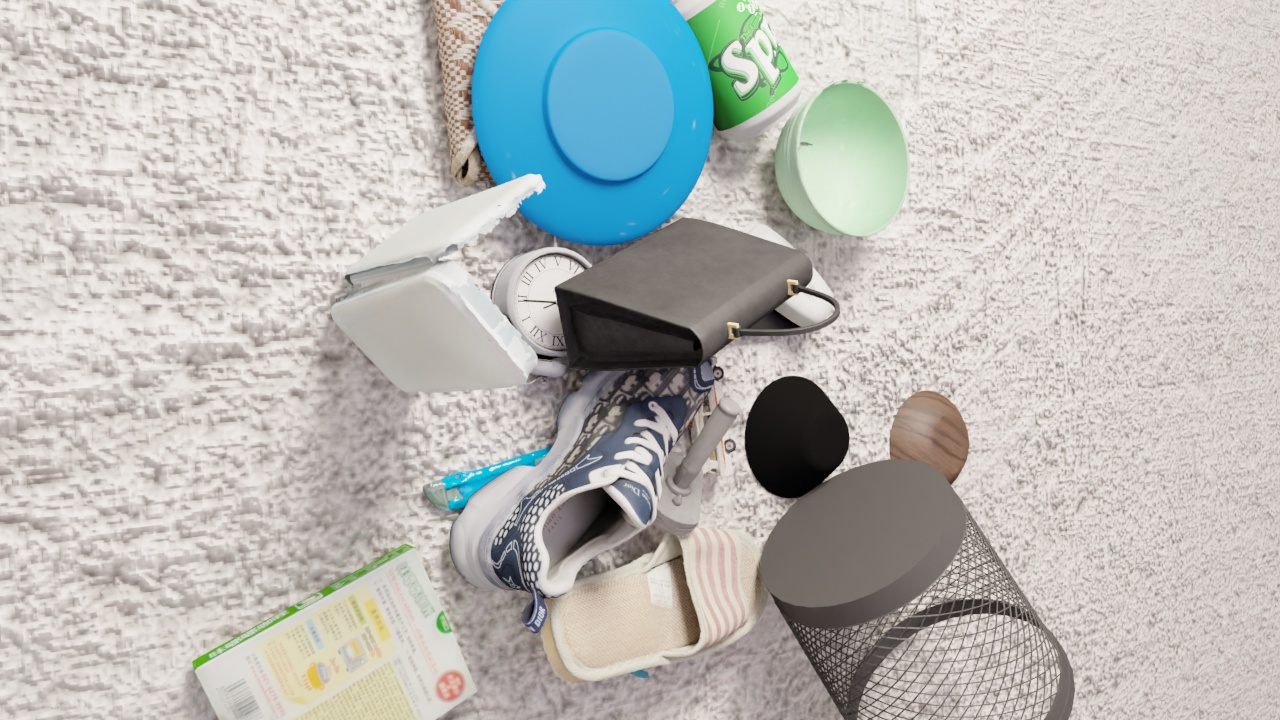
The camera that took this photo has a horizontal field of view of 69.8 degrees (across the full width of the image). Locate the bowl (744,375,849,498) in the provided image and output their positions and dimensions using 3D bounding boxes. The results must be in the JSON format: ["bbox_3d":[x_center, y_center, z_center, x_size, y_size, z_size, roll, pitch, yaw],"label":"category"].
[{"bbox_3d":[0.168,0.077,0.906,0.123,0.053,0.124,1,89,-32],"label":"bowl"}]

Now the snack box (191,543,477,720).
[{"bbox_3d":[-0.219,0.234,0.677,0.167,0.027,0.132,-27,104,-30],"label":"snack box"}]

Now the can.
[{"bbox_3d":[0.081,-0.277,0.836,0.087,0.088,0.140,-45,111,-25],"label":"can"}]

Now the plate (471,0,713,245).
[{"bbox_3d":[-0.027,-0.206,0.746,0.224,0.024,0.224,-6,102,-30],"label":"plate"}]

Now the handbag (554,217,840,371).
[{"bbox_3d":[0.067,-0.047,0.731,0.175,0.196,0.072,-35,125,-43],"label":"handbag"}]

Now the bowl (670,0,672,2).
[{"bbox_3d":[-0.022,-0.298,0.771,0.101,0.026,0.114,-20,102,-28],"label":"bowl"}]

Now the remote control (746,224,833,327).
[{"bbox_3d":[0.140,-0.080,0.894,0.114,0.028,0.060,40,59,-14],"label":"remote control"}]

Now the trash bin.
[{"bbox_3d":[0.250,0.240,0.858,0.217,0.218,0.227,-43,111,-25],"label":"trash bin"}]

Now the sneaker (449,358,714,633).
[{"bbox_3d":[-0.020,0.092,0.724,0.269,0.132,0.103,-44,120,-17],"label":"sneaker"}]

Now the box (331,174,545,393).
[{"bbox_3d":[-0.124,-0.043,0.634,0.129,0.211,0.105,-47,114,-22],"label":"box"}]

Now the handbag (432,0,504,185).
[{"bbox_3d":[-0.103,-0.237,0.745,0.124,0.047,0.186,-8,94,-33],"label":"handbag"}]

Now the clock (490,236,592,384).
[{"bbox_3d":[-0.080,-0.038,0.763,0.094,0.035,0.122,36,70,-26],"label":"clock"}]

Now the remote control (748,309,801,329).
[{"bbox_3d":[0.110,-0.042,0.895,0.149,0.013,0.034,-6,88,-32],"label":"remote control"}]

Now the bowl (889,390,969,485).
[{"bbox_3d":[0.331,0.093,1.021,0.119,0.032,0.119,1,89,-32],"label":"bowl"}]

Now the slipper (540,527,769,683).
[{"bbox_3d":[0.028,0.202,0.784,0.262,0.052,0.115,-4,74,-45],"label":"slipper"}]

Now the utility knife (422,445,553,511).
[{"bbox_3d":[-0.078,0.084,0.776,0.219,0.015,0.031,-17,103,-33],"label":"utility knife"}]

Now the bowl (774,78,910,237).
[{"bbox_3d":[0.188,-0.193,0.909,0.150,0.077,0.151,1,89,-32],"label":"bowl"}]

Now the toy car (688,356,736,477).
[{"bbox_3d":[0.062,0.052,0.852,0.039,0.039,0.113,-10,94,-11],"label":"toy car"}]

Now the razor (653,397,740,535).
[{"bbox_3d":[0.051,0.078,0.781,0.047,0.116,0.088,24,32,-8],"label":"razor"}]

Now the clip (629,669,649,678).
[{"bbox_3d":[-0.018,0.237,0.806,0.122,0.033,0.120,-10,98,-32],"label":"clip"}]
